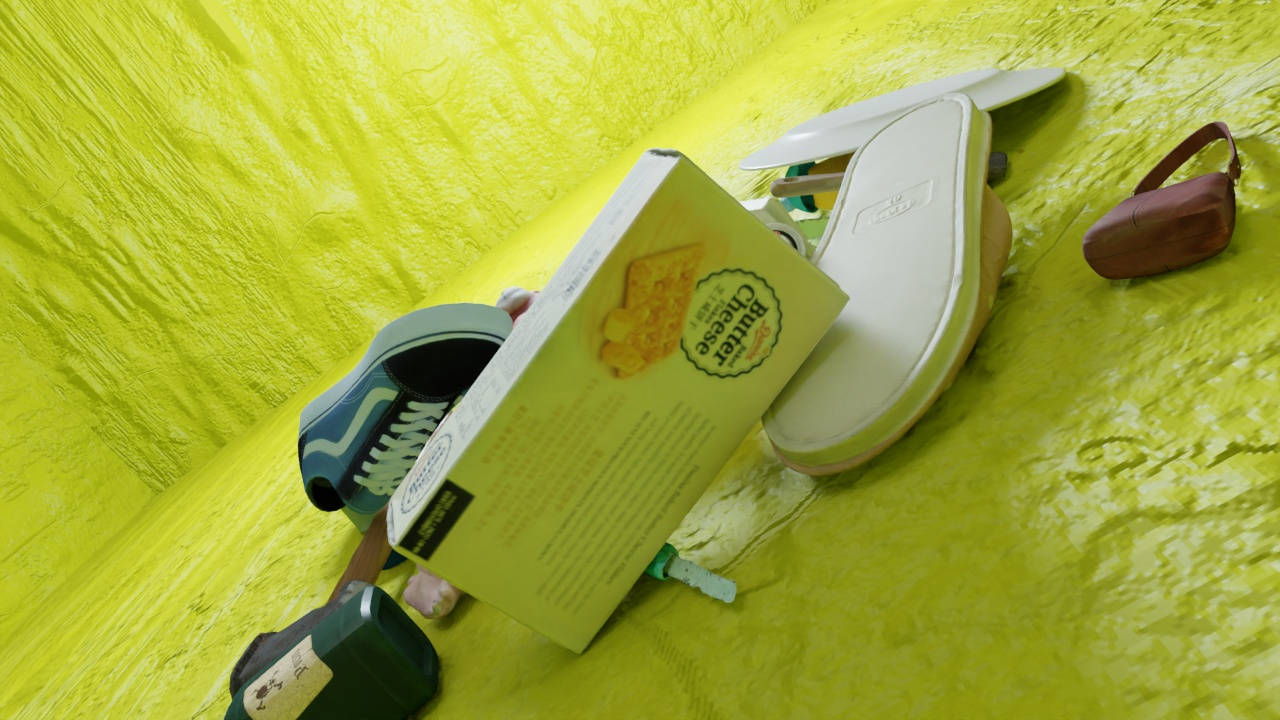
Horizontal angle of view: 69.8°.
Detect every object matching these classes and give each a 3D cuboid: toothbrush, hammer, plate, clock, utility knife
[{"bbox_3d":[0.135,-0.141,0.776,0.022,0.016,0.154,-17,11,25],"label":"toothbrush"},{"bbox_3d":[-0.186,0.123,0.666,0.098,0.052,0.327,-31,20,17],"label":"hammer"},{"bbox_3d":[0.190,-0.190,0.698,0.242,0.016,0.242,-17,16,5],"label":"plate"},{"bbox_3d":[0.162,-0.139,0.682,0.099,0.044,0.130,-22,20,-14],"label":"clock"},{"bbox_3d":[0.003,0.094,0.436,0.022,0.015,0.162,-54,19,-12],"label":"utility knife"}]

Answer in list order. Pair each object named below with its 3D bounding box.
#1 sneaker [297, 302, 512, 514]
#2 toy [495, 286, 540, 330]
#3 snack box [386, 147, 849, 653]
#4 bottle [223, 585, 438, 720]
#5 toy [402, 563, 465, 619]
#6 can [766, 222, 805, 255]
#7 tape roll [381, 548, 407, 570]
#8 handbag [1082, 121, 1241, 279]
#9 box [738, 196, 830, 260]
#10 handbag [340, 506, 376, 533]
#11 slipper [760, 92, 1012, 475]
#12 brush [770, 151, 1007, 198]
[{"bbox_3d":[-0.159,0.047,0.624,0.242,0.083,0.098,-31,60,40],"label":"sneaker"},{"bbox_3d":[-0.099,-0.026,0.869,0.164,0.093,0.172,-39,14,0],"label":"toy"},{"bbox_3d":[-0.012,0.019,0.420,0.208,0.104,0.057,-53,20,3],"label":"snack box"},{"bbox_3d":[-0.174,0.185,0.477,0.131,0.061,0.061,-39,13,-5],"label":"bottle"},{"bbox_3d":[-0.105,0.110,0.572,0.064,0.047,0.109,-6,30,47],"label":"toy"},{"bbox_3d":[0.073,-0.059,0.543,0.032,0.032,0.095,-37,0,0],"label":"can"},{"bbox_3d":[-0.181,0.128,0.740,0.091,0.016,0.093,-38,15,-1],"label":"tape roll"},{"bbox_3d":[0.238,-0.077,0.401,0.055,0.029,0.119,-15,21,49],"label":"handbag"},{"bbox_3d":[0.098,-0.080,0.650,0.188,0.127,0.066,-162,79,-70],"label":"box"},{"bbox_3d":[-0.240,0.094,0.881,0.122,0.067,0.106,-37,14,2],"label":"handbag"},{"bbox_3d":[0.133,-0.045,0.470,0.114,0.054,0.273,-17,35,42],"label":"slipper"},{"bbox_3d":[0.160,-0.119,0.590,0.151,0.012,0.038,-4,26,9],"label":"brush"}]
